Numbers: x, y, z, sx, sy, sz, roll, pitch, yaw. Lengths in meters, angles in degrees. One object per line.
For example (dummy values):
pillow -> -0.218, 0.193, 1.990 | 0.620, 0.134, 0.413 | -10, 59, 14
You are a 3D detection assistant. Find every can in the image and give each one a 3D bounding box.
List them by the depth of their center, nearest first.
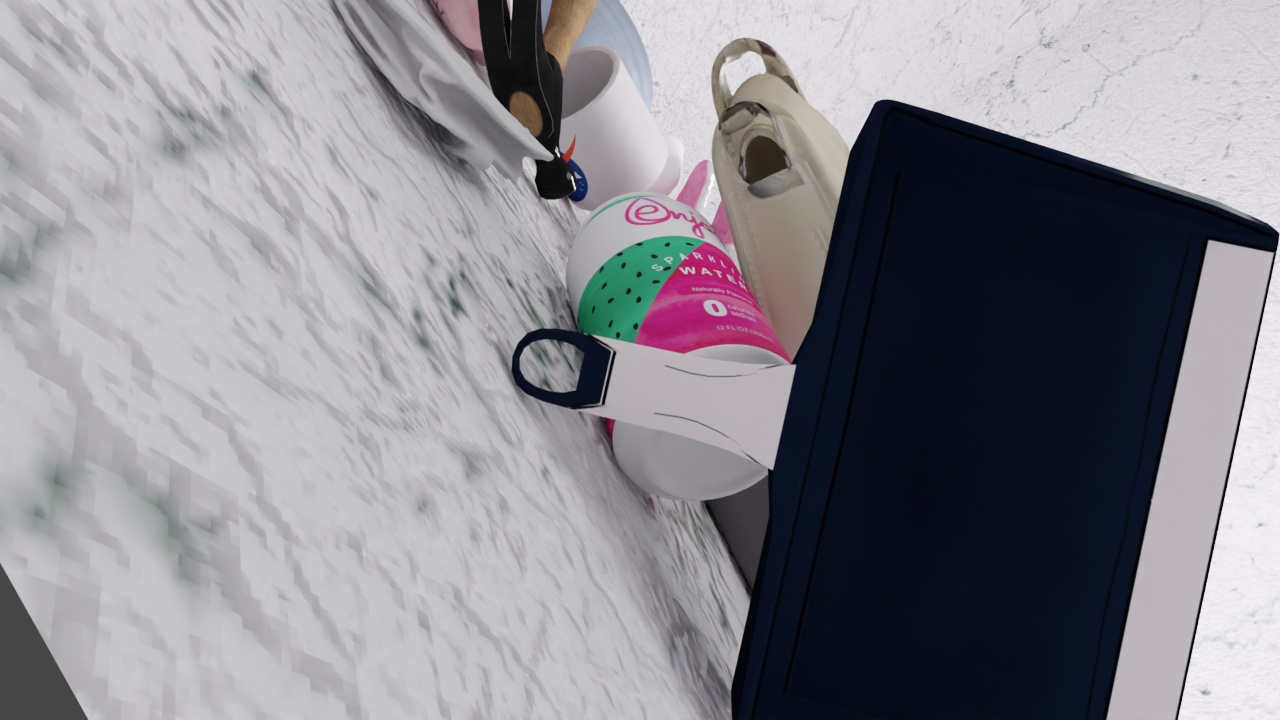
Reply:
can -> 0.015, -0.013, 0.455 | 0.088, 0.088, 0.165 | 55, 10, -38

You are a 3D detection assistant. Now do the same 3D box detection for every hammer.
hammer -> -0.050, -0.259, 0.655 | 0.132, 0.040, 0.304 | 73, 19, -44

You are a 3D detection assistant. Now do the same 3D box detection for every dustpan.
dustpan -> 0.092, 0.030, 0.340 | 0.080, 0.273, 0.236 | 22, 81, -83

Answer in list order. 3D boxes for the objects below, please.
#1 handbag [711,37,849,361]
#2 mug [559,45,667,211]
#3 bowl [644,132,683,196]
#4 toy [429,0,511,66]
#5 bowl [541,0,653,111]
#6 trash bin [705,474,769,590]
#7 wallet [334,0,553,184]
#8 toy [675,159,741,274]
handbag -> 0.113, -0.101, 0.559 | 0.228, 0.132, 0.184 | -85, 151, -63
mug -> -0.045, -0.188, 0.729 | 0.121, 0.091, 0.090 | 44, -6, 45
bowl -> -0.014, -0.170, 0.831 | 0.105, 0.105, 0.054 | 15, 78, -80
toy -> -0.116, -0.250, 0.623 | 0.105, 0.053, 0.108 | 70, -3, -76
bowl -> -0.065, -0.257, 0.804 | 0.150, 0.074, 0.151 | 45, -21, 23
trash bin -> 0.164, 0.121, 0.562 | 0.219, 0.192, 0.097 | 63, 8, 27
wallet -> -0.089, -0.122, 0.408 | 0.086, 0.032, 0.116 | 51, 7, 15
toy -> 0.022, -0.077, 0.744 | 0.128, 0.187, 0.265 | 16, 21, -10
